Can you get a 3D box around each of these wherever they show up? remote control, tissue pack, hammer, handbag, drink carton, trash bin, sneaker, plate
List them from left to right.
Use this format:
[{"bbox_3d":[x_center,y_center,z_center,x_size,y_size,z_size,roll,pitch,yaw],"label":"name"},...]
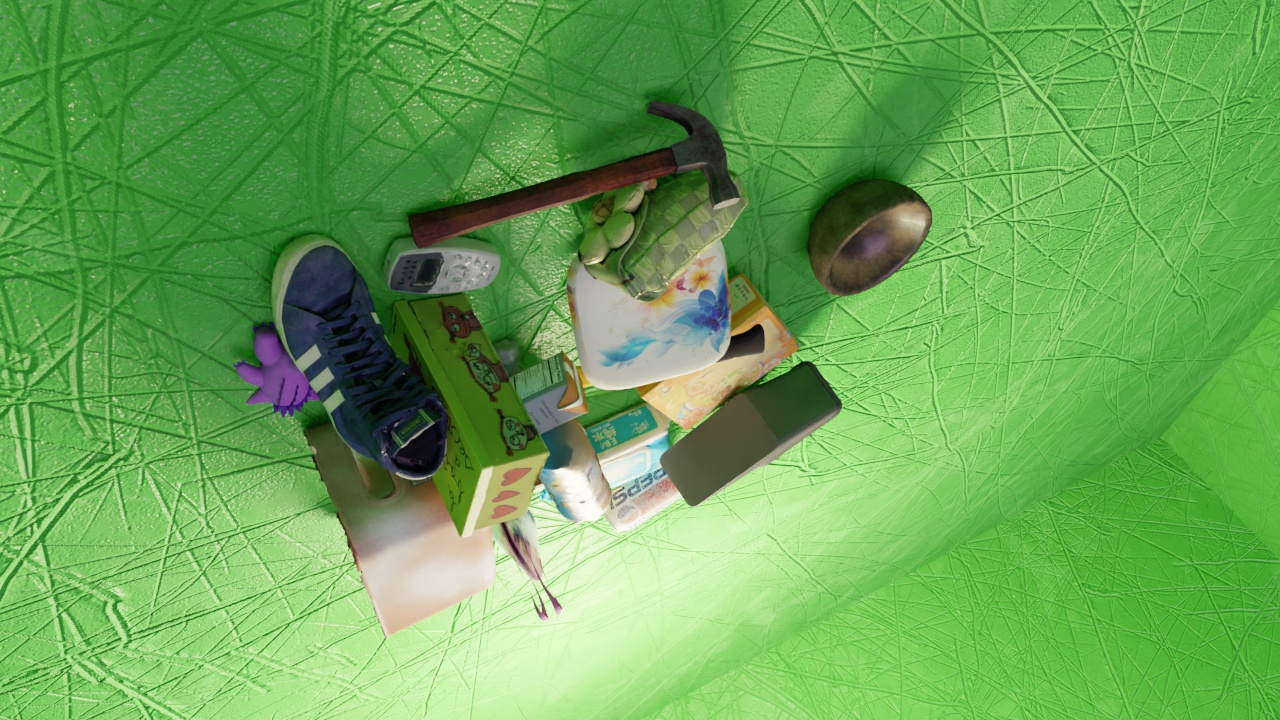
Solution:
[{"bbox_3d":[-0.245,0.010,0.822,0.091,0.118,0.233,-30,129,-32],"label":"sneaker"},{"bbox_3d":[-0.269,0.179,1.069,0.157,0.181,0.260,-21,147,-21],"label":"trash bin"},{"bbox_3d":[-0.191,-0.093,0.891,0.114,0.028,0.060,-2,138,-39],"label":"remote control"},{"bbox_3d":[-0.126,0.048,1.024,0.125,0.076,0.048,-26,127,6],"label":"drink carton"},{"bbox_3d":[-0.163,0.300,1.342,0.068,0.170,0.145,-29,149,-5],"label":"handbag"},{"bbox_3d":[-0.067,-0.161,0.854,0.300,0.111,0.028,-17,176,-6],"label":"hammer"},{"bbox_3d":[-0.052,0.138,1.312,0.209,0.066,0.117,-22,148,-12],"label":"tissue pack"},{"bbox_3d":[-0.006,0.006,1.094,0.323,0.029,0.127,-11,126,-9],"label":"hammer"},{"bbox_3d":[0.015,-0.055,1.039,0.187,0.016,0.187,-14,119,-10],"label":"plate"},{"bbox_3d":[0.015,-0.147,0.934,0.186,0.113,0.117,-40,119,-10],"label":"handbag"},{"bbox_3d":[0.163,0.105,1.338,0.192,0.097,0.219,-42,167,33],"label":"trash bin"}]

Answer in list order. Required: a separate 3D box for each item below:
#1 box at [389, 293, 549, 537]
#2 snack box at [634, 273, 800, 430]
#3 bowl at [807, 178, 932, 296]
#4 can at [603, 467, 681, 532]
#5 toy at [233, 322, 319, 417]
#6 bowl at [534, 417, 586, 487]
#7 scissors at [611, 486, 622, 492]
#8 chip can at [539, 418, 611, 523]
[{"bbox_3d":[-0.180,0.051,0.922,0.082,0.221,0.125,-11,146,-30],"label":"box"},{"bbox_3d":[0.092,-0.012,1.203,0.195,0.080,0.145,-37,146,10],"label":"snack box"},{"bbox_3d":[0.282,-0.162,1.164,0.162,0.070,0.162,-22,148,-15],"label":"bowl"},{"bbox_3d":[0.006,0.207,1.445,0.136,0.078,0.078,-34,149,4],"label":"can"},{"bbox_3d":[-0.337,0.013,0.887,0.105,0.056,0.088,-3,138,-37],"label":"toy"},{"bbox_3d":[-0.149,0.105,1.185,0.152,0.050,0.153,-19,144,-15],"label":"bowl"},{"bbox_3d":[-0.079,0.205,1.372,0.126,0.011,0.129,-21,-169,31],"label":"scissors"},{"bbox_3d":[-0.086,0.137,1.132,0.079,0.079,0.230,-27,156,-7],"label":"chip can"}]
